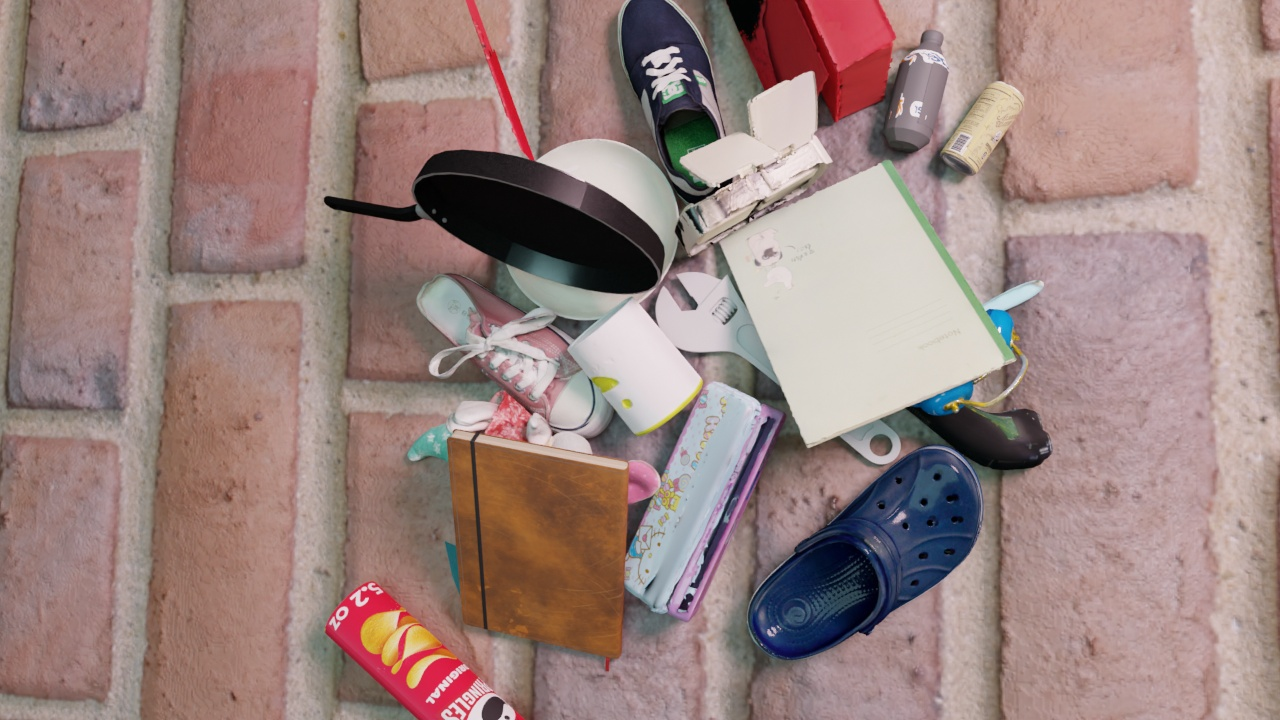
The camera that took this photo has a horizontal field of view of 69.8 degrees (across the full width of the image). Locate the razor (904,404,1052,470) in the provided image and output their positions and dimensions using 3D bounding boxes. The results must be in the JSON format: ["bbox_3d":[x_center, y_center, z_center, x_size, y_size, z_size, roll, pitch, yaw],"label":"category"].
[{"bbox_3d":[0.295,0.049,0.828,0.151,0.054,0.067,32,78,20],"label":"razor"}]

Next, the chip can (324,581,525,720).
[{"bbox_3d":[-0.209,0.313,0.901,0.220,0.069,0.069,37,93,13],"label":"chip can"}]

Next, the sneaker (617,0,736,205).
[{"bbox_3d":[0.033,-0.264,0.893,0.084,0.079,0.235,-20,81,11],"label":"sneaker"}]

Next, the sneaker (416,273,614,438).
[{"bbox_3d":[-0.130,-0.011,0.902,0.241,0.088,0.118,36,93,14],"label":"sneaker"}]

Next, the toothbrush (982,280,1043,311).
[{"bbox_3d":[0.288,-0.030,0.850,0.181,0.016,0.016,-27,80,8],"label":"toothbrush"}]

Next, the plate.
[{"bbox_3d":[-0.048,-0.129,0.922,0.182,0.034,0.182,-1,85,12],"label":"plate"}]

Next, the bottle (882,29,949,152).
[{"bbox_3d":[0.260,-0.253,0.859,0.047,0.047,0.112,14,88,13],"label":"bottle"}]

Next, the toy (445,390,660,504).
[{"bbox_3d":[-0.092,0.098,0.857,0.194,0.084,0.159,41,119,-16],"label":"toy"}]

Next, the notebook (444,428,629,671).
[{"bbox_3d":[-0.101,0.180,0.850,0.178,0.014,0.250,10,123,11],"label":"notebook"}]

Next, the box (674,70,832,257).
[{"bbox_3d":[0.095,-0.171,0.801,0.143,0.191,0.069,-31,87,-8],"label":"box"}]

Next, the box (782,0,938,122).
[{"bbox_3d":[0.254,-0.384,0.798,0.326,0.152,0.213,-26,79,24],"label":"box"}]

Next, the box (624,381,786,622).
[{"bbox_3d":[0.062,0.132,0.845,0.096,0.077,0.214,24,92,-14],"label":"box"}]

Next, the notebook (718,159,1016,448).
[{"bbox_3d":[0.188,-0.060,0.819,0.182,0.010,0.252,-24,53,9],"label":"notebook"}]

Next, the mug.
[{"bbox_3d":[-0.005,0.005,0.862,0.082,0.082,0.106,-38,97,7],"label":"mug"}]

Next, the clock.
[{"bbox_3d":[0.258,-0.014,0.804,0.116,0.060,0.161,-47,52,-10],"label":"clock"}]

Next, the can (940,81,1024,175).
[{"bbox_3d":[0.316,-0.214,0.847,0.038,0.038,0.079,35,93,13],"label":"can"}]

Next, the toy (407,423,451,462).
[{"bbox_3d":[-0.183,0.108,0.934,0.085,0.033,0.105,-41,79,17],"label":"toy"}]

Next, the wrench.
[{"bbox_3d":[0.128,0.012,0.881,0.273,0.018,0.087,41,94,11],"label":"wrench"}]

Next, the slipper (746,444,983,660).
[{"bbox_3d":[0.201,0.182,0.812,0.253,0.095,0.105,-42,76,9],"label":"slipper"}]

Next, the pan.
[{"bbox_3d":[-0.144,-0.130,0.824,0.357,0.225,0.034,13,76,25],"label":"pan"}]
